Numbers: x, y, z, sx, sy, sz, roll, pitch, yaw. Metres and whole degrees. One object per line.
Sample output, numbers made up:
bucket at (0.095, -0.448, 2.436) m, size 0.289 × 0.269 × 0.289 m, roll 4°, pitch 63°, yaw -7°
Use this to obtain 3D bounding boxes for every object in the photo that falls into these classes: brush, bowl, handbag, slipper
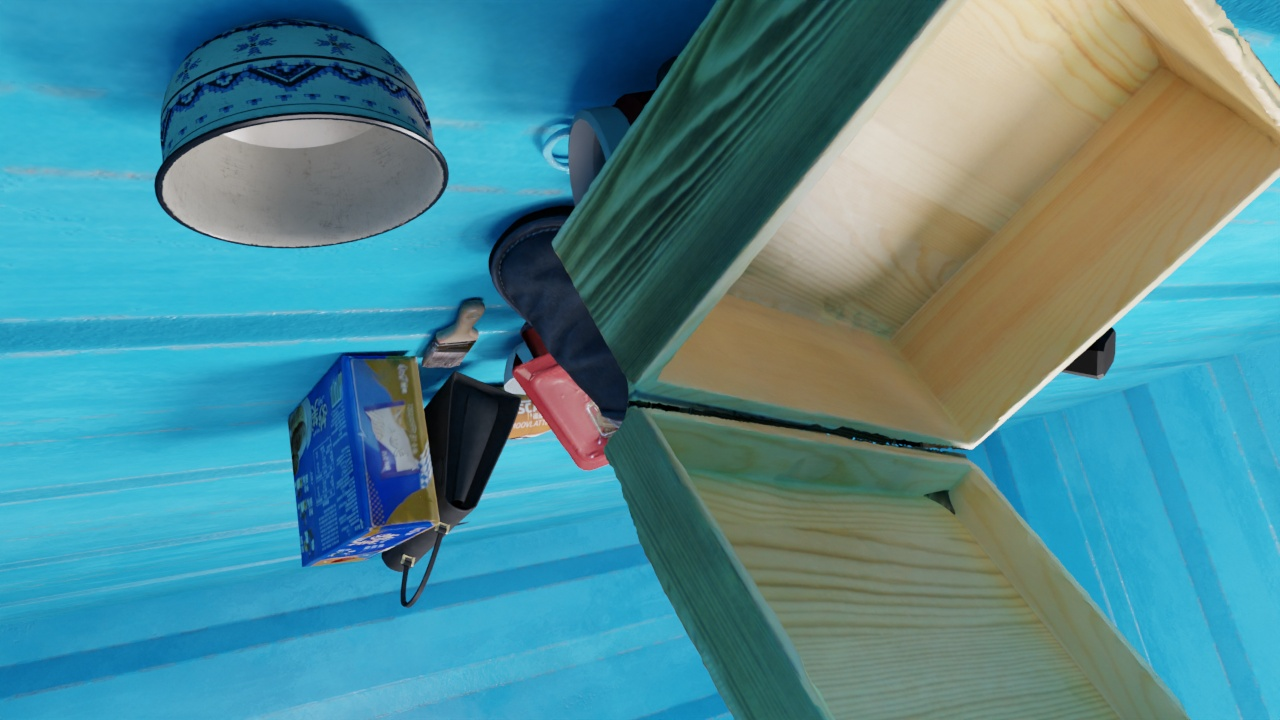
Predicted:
brush at (-0.157, -0.020, 0.783) m, size 0.038 × 0.012 × 0.152 m, roll -5°, pitch 164°, yaw -26°
bowl at (-0.144, -0.099, 0.390) m, size 0.115 × 0.059 × 0.115 m, roll -12°, pitch 166°, yaw -3°
handbag at (-0.199, 0.142, 0.878) m, size 0.072 × 0.195 × 0.176 m, roll 24°, pitch 139°, yaw -22°
slipper at (0.011, 0.005, 0.622) m, size 0.109 × 0.083 × 0.265 m, roll -37°, pitch 116°, yaw 27°
bowl at (-0.080, -0.002, 0.866) m, size 0.106 × 0.039 × 0.106 m, roll -12°, pitch 166°, yaw -3°

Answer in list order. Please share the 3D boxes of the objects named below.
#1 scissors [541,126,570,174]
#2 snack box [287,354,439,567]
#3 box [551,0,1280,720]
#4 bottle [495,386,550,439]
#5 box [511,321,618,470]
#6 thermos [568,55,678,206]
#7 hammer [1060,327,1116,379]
scissors at (0.000, -0.119, 0.552) m, size 0.095 × 0.015 × 0.142 m, roll -18°, pitch 171°, yaw 14°
snack box at (-0.264, 0.098, 0.852) m, size 0.069 × 0.155 × 0.203 m, roll -2°, pitch 162°, yaw -35°
box at (0.166, 0.025, 0.362) m, size 0.278 × 0.336 × 0.287 m, roll 11°, pitch 130°, yaw -43°
bottle at (-0.117, 0.055, 1.016) m, size 0.166 × 0.059 × 0.059 m, roll -4°, pitch 163°, yaw -34°
box at (-0.004, -0.002, 0.727) m, size 0.158 × 0.130 × 0.097 m, roll -19°, pitch -151°, yaw 15°
thermos at (0.068, -0.116, 0.476) m, size 0.198 × 0.084 × 0.108 m, roll -13°, pitch 132°, yaw -18°
hammer at (0.200, -0.022, 0.744) m, size 0.329 × 0.039 × 0.130 m, roll 7°, pitch -153°, yaw 38°
